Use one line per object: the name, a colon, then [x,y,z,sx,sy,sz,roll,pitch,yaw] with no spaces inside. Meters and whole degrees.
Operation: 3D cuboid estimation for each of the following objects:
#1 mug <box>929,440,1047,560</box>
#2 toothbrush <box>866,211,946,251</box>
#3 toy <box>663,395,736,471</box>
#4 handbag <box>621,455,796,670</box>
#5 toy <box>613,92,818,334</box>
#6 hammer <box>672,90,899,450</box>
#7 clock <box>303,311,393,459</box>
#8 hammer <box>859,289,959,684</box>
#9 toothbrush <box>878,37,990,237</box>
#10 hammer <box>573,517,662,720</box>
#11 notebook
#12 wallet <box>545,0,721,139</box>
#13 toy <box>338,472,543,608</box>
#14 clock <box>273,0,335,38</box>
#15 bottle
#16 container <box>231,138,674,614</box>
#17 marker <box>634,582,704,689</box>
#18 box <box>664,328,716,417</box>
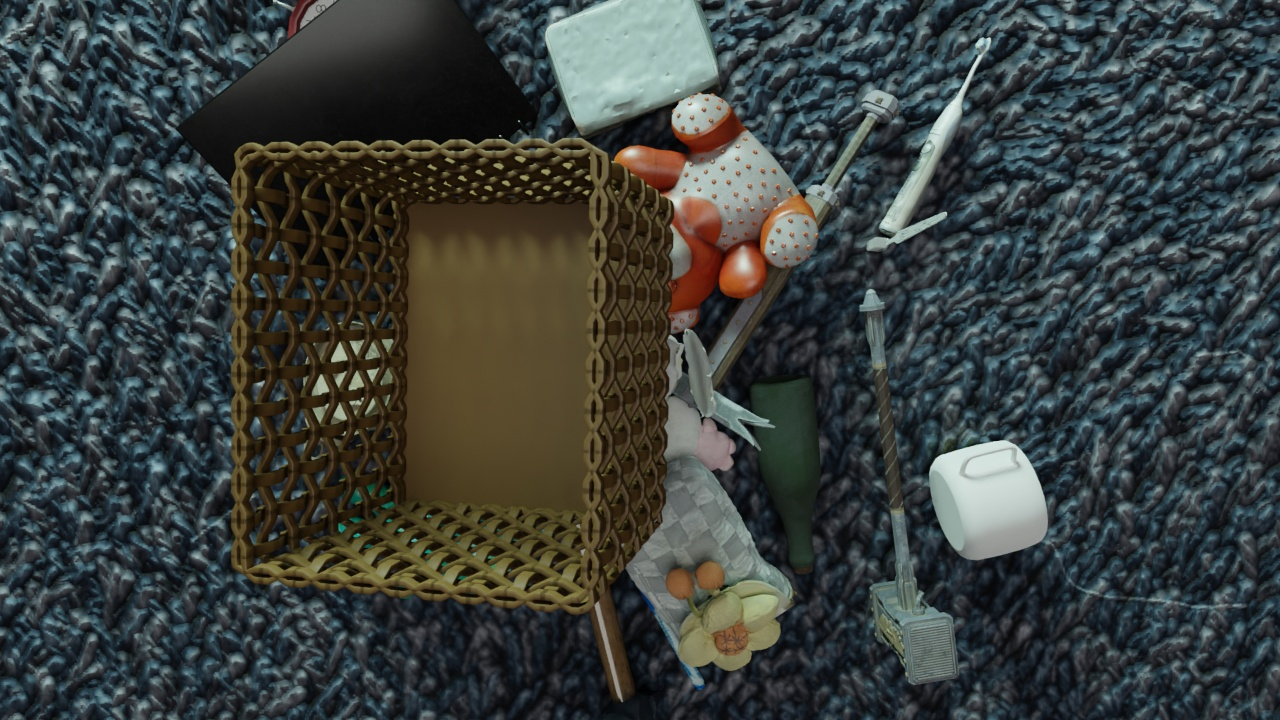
mug: [0.294,0.113,0.781,0.068,0.094,0.116,-15,133,0]
toothbrush: [0.205,-0.100,0.719,0.010,0.181,0.010,4,90,0]
toy: [0.022,0.067,0.801,0.125,0.037,0.076,11,91,-8]
handbag: [0.049,0.175,0.766,0.112,0.123,0.171,-31,110,5]
toy: [0.040,-0.110,0.751,0.173,0.092,0.164,-40,90,12]
hammer: [0.123,-0.096,0.780,0.147,0.028,0.316,32,87,27]
clock: [-0.240,0.030,0.773,0.093,0.054,0.141,45,105,20]
hammer: [0.215,0.101,0.781,0.044,0.098,0.322,-9,96,-2]
toothbrush: [0.259,-0.192,0.792,0.024,0.022,0.185,24,96,-23]
hammer: [-0.044,0.170,0.787,0.040,0.129,0.321,-16,86,15]
notebook: [-0.220,-0.191,0.742,0.231,0.019,0.169,-37,118,3]
wallet: [-0.007,-0.248,0.761,0.131,0.054,0.100,-18,85,0]
toy: [-0.176,0.153,0.789,0.193,0.072,0.131,15,95,5]
clock: [-0.231,-0.263,0.753,0.124,0.044,0.087,-3,96,-1]
bottle: [0.132,0.101,0.801,0.055,0.055,0.174,-8,97,-2]
container: [-0.105,0.002,0.606,0.220,0.214,0.251,2,93,12]
marker: [0.022,0.238,0.831,0.013,0.013,0.142,-29,97,1]
box: [-0.001,0.004,0.742,0.160,0.091,0.081,25,124,35]
